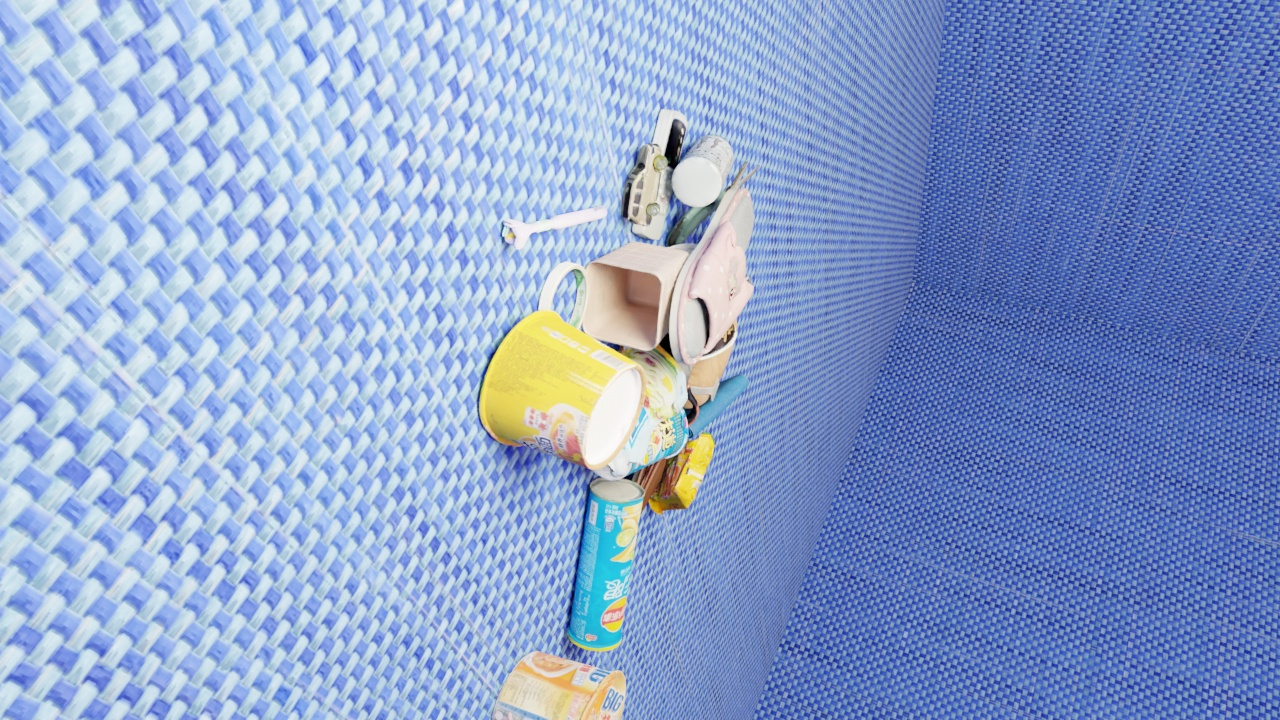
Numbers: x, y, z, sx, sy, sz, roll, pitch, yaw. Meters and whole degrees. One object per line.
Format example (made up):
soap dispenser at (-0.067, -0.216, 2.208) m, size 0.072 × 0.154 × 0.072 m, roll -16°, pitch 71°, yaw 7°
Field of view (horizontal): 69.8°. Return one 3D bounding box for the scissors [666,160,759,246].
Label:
scissors at (0.088, -0.186, 1.200) m, size 0.179 × 0.019 × 0.171 m, roll -34°, pitch 163°, yaw -36°

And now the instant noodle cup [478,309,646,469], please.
instant noodle cup at (-0.067, 0.034, 0.873) m, size 0.137 × 0.110 × 0.138 m, roll -47°, pitch 151°, yaw -38°

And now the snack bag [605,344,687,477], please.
snack bag at (-0.015, 0.048, 1.051) m, size 0.110 × 0.039 × 0.190 m, roll 55°, pitch 41°, yaw -10°

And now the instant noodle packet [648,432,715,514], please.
instant noodle packet at (0.058, 0.163, 1.313) m, size 0.110 × 0.044 × 0.129 m, roll -68°, pitch -168°, yaw -21°

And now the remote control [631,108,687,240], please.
remote control at (0.024, -0.216, 1.073) m, size 0.058 × 0.021 × 0.150 m, roll 0°, pitch 105°, yaw -68°

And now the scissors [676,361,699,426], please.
scissors at (0.057, 0.031, 1.164) m, size 0.192 × 0.207 × 0.015 m, roll 37°, pitch 30°, yaw -45°

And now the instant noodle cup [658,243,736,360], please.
instant noodle cup at (0.060, -0.078, 1.153) m, size 0.111 × 0.111 × 0.121 m, roll -53°, pitch 143°, yaw -43°

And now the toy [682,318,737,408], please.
toy at (0.098, -0.028, 1.304) m, size 0.144 × 0.082 × 0.225 m, roll 101°, pitch 16°, yaw -46°

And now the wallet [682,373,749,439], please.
wallet at (0.088, 0.076, 1.317) m, size 0.132 × 0.040 × 0.107 m, roll -39°, pitch -177°, yaw -32°

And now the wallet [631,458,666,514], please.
wallet at (0.001, 0.173, 1.241) m, size 0.125 × 0.032 × 0.101 m, roll 101°, pitch 14°, yaw -56°

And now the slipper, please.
slipper at (0.096, -0.100, 1.051) m, size 0.114 × 0.054 × 0.273 m, roll 75°, pitch 30°, yaw -41°

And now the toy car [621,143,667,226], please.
toy car at (0.004, -0.194, 1.008) m, size 0.035 × 0.042 × 0.090 m, roll 6°, pitch 104°, yaw -24°

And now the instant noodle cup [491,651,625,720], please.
instant noodle cup at (-0.099, 0.419, 1.076) m, size 0.151 × 0.111 × 0.152 m, roll -49°, pitch 147°, yaw -48°

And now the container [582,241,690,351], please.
container at (0.000, -0.077, 1.020) m, size 0.110 × 0.090 × 0.090 m, roll -43°, pitch 142°, yaw -58°

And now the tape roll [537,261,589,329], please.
tape roll at (-0.078, -0.057, 0.937) m, size 0.085 × 0.014 × 0.086 m, roll -49°, pitch 147°, yaw -48°

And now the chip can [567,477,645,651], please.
chip can at (-0.044, 0.257, 1.158) m, size 0.071 × 0.071 × 0.210 m, roll -23°, pitch 125°, yaw -64°

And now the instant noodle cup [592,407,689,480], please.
instant noodle cup at (-0.011, 0.092, 1.110) m, size 0.109 × 0.099 × 0.099 m, roll -26°, pitch 129°, yaw -52°

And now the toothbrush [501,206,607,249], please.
toothbrush at (-0.076, -0.133, 0.884) m, size 0.188 × 0.021 × 0.029 m, roll -32°, pitch 101°, yaw -62°

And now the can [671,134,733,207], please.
can at (0.077, -0.230, 1.100) m, size 0.146 × 0.058 × 0.058 m, roll -65°, pitch 161°, yaw -63°
